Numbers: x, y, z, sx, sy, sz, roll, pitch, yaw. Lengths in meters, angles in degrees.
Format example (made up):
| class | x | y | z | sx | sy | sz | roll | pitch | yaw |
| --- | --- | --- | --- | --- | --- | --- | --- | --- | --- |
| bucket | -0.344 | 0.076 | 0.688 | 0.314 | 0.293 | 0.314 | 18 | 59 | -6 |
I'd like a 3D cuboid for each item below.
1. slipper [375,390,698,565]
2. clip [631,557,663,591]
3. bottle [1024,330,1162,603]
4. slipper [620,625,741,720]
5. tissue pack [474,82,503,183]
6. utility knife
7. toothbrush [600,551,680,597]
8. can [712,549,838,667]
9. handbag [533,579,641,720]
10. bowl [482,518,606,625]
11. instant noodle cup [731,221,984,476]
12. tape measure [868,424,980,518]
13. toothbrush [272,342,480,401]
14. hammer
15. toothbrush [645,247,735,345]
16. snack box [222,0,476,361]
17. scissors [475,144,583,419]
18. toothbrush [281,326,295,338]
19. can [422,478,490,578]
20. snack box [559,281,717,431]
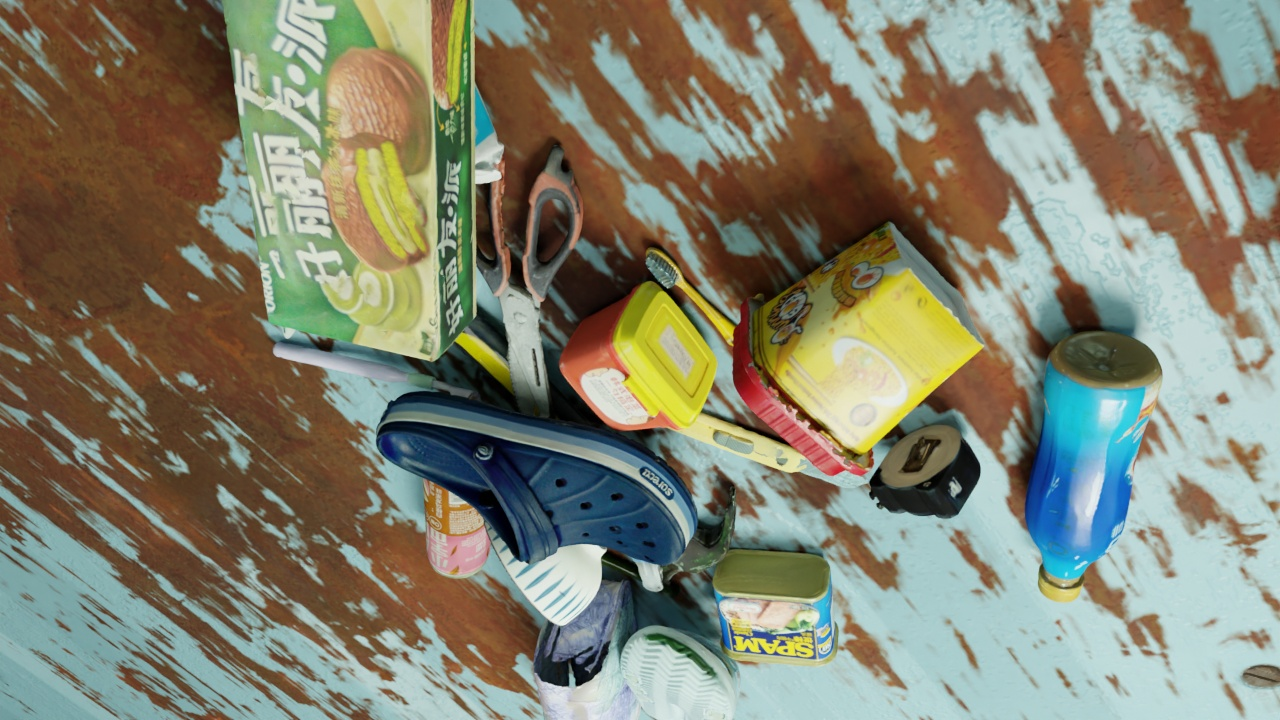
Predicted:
| class | x | y | z | sx | sy | sz | roll | pitch | yaw |
| --- | --- | --- | --- | --- | --- | --- | --- | --- | --- |
| slipper | -0.081 | 0.097 | 0.678 | 0.253 | 0.095 | 0.105 | 19 | 149 | 2 |
| clip | 0.009 | 0.172 | 0.771 | 0.026 | 0.041 | 0.058 | 2 | 129 | 15 |
| bottle | 0.298 | 0.084 | 0.623 | 0.065 | 0.065 | 0.219 | 2 | 128 | 15 |
| slipper | 0.046 | 0.295 | 0.853 | 0.104 | 0.074 | 0.246 | 20 | 151 | 16 |
| tissue pack | -0.149 | -0.164 | 0.561 | 0.090 | 0.063 | 0.140 | -12 | 116 | 23 |
| utility knife | 0.080 | 0.061 | 0.709 | 0.198 | 0.020 | 0.031 | 17 | 136 | -2 |
| toothbrush | -0.050 | 0.174 | 0.836 | 0.186 | 0.012 | 0.017 | 25 | 136 | -3 |
| can | 0.115 | 0.210 | 0.785 | 0.102 | 0.057 | 0.083 | 0 | 125 | 17 |
| handbag | -0.047 | 0.301 | 0.855 | 0.076 | 0.133 | 0.194 | 4 | 127 | 13 |
| bowl | -0.071 | 0.154 | 0.766 | 0.066 | 0.116 | 0.116 | -36 | 114 | 1 |
| instant noodle cup | 0.136 | -0.011 | 0.576 | 0.116 | 0.116 | 0.124 | 41 | 116 | -16 |
| tape measure | 0.203 | 0.078 | 0.647 | 0.033 | 0.065 | 0.066 | 51 | 151 | -19 |
| toothbrush | -0.218 | 0.011 | 0.742 | 0.189 | 0.021 | 0.029 | 13 | 175 | 16 |
| hammer | -0.044 | 0.061 | 0.732 | 0.126 | 0.031 | 0.323 | -30 | 113 | 33 |
| toothbrush | 0.070 | -0.010 | 0.649 | 0.016 | 0.018 | 0.191 | -32 | 113 | 36 |
| snack box | -0.154 | -0.123 | 0.509 | 0.114 | 0.063 | 0.241 | 13 | 123 | 10 |
| scissors | -0.073 | -0.047 | 0.644 | 0.198 | 0.015 | 0.205 | -37 | 104 | 26 |
| toothbrush | -0.265 | -0.089 | 0.692 | 0.018 | 0.016 | 0.192 | 28 | 130 | 7 |
| can | -0.159 | 0.123 | 0.798 | 0.058 | 0.057 | 0.148 | 14 | 130 | 6 |
| snack box | -0.004 | 0.004 | 0.645 | 0.080 | 0.081 | 0.091 | -18 | 122 | 39 |
